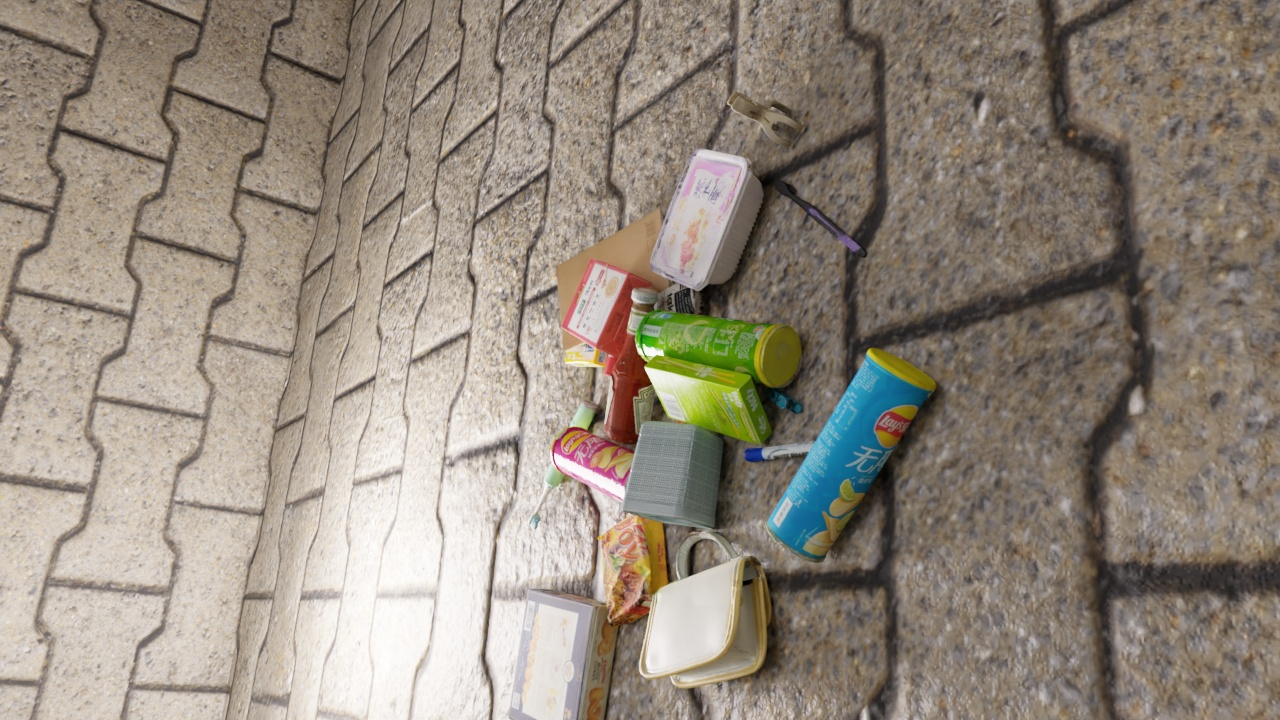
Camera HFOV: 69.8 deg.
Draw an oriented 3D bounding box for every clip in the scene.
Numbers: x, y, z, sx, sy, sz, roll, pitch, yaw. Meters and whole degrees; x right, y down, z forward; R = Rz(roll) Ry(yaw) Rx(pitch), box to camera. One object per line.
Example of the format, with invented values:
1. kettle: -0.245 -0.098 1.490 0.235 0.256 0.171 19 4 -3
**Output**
1. clip: 0.159 0.044 1.030 0.057 0.049 0.015 42 112 60
2. clip: 0.158 -0.290 1.111 0.094 0.102 0.035 50 119 23

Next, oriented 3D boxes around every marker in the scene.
1. marker: 0.168 0.097 0.996 0.146 0.017 0.017 -15 64 52
2. marker: -0.030 -0.048 1.340 0.017 0.017 0.145 4 80 56

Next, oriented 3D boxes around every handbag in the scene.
1. handbag: 0.078 0.269 1.031 0.164 0.063 0.178 -34 35 43

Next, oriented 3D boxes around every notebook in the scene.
1. notebook: -0.042 -0.115 1.339 0.212 0.012 0.149 -24 61 34

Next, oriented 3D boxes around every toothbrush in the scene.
1. toothbrush: 0.206 -0.166 1.057 0.189 0.016 0.014 54 133 46
2. toothbrush: -0.121 0.158 1.377 0.027 0.026 0.225 37 109 31

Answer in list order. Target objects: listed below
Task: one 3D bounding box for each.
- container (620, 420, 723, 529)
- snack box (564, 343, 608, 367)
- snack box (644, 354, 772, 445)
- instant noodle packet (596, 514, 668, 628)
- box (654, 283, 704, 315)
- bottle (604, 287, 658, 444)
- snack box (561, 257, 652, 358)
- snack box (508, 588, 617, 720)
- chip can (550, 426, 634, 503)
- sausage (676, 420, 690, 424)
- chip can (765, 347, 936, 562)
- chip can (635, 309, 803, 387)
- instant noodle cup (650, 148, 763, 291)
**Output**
1. container: 0.041 0.134 1.085 0.090 0.090 0.111 1 74 33
2. snack box: -0.069 -0.060 1.387 0.087 0.033 0.140 -1 75 55
3. snack box: 0.078 0.044 1.073 0.157 0.086 0.026 13 48 48
4. instant noodle packet: -0.010 0.259 1.163 0.111 0.044 0.128 -37 48 36
5. box: 0.021 -0.052 1.234 0.165 0.059 0.071 -36 70 41
6. bottle: -0.007 0.007 1.205 0.060 0.059 0.206 31 118 55
7. snack box: -0.049 -0.075 1.281 0.127 0.044 0.113 31 98 59
8. snack box: -0.106 0.409 1.235 0.183 0.045 0.177 -7 71 54
9. chip can: -0.043 0.143 1.227 0.211 0.071 0.071 14 89 57
10. sausage: 0.053 0.104 1.154 0.021 0.021 0.165 -9 70 54
11. chip can: 0.203 0.094 0.900 0.210 0.071 0.071 -63 35 17
12. chip can: 0.086 -0.018 1.089 0.222 0.072 0.072 11 86 48
13. instant noodle cup: 0.092 -0.176 1.180 0.138 0.060 0.173 32 102 55
